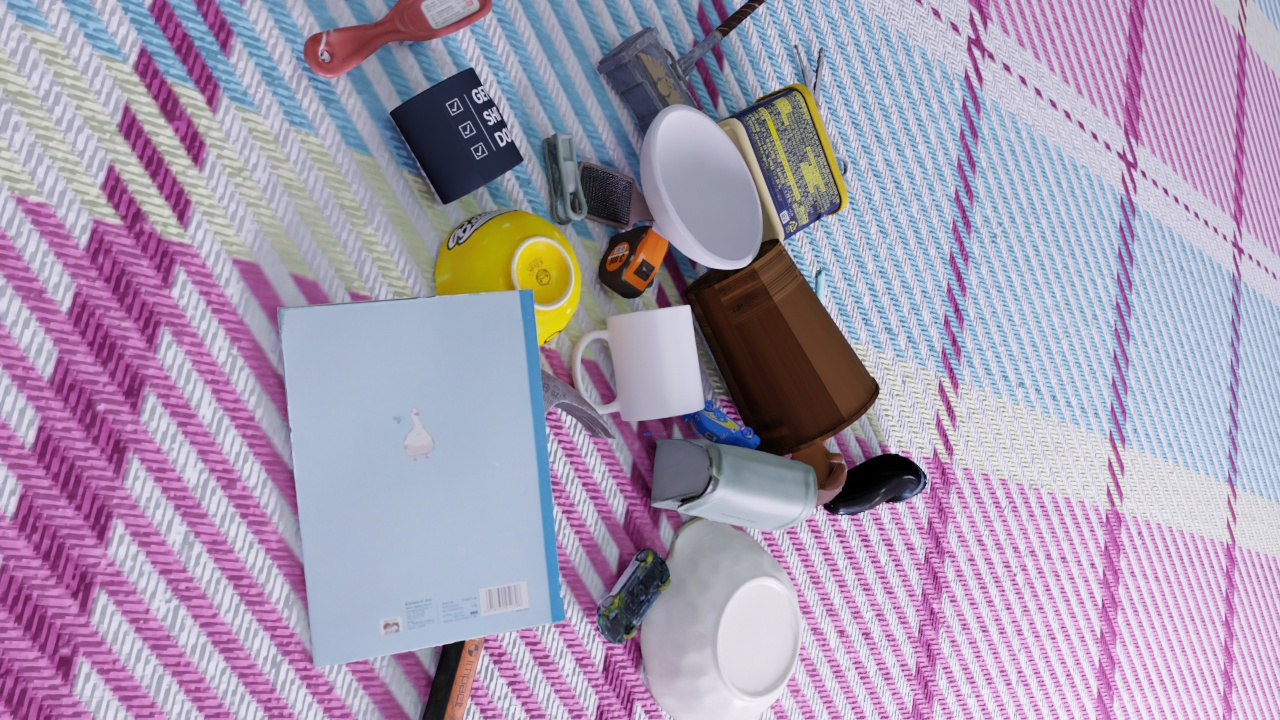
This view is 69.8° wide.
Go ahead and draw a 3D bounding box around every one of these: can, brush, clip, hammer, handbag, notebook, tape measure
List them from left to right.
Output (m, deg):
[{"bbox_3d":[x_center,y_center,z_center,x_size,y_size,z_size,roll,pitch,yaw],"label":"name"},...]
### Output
[{"bbox_3d":[-0.183,-0.250,0.691,0.171,0.030,0.041,-40,111,-34],"label":"brush"},{"bbox_3d":[-0.153,0.081,0.659,0.181,0.009,0.253,-5,93,-17],"label":"notebook"},{"bbox_3d":[-0.110,0.161,0.716,0.137,0.035,0.314,24,73,-34],"label":"hammer"},{"bbox_3d":[-0.064,-0.154,0.778,0.023,0.042,0.076,-10,93,-36],"label":"clip"},{"bbox_3d":[-0.005,-0.083,0.800,0.038,0.058,0.058,32,63,-33],"label":"tape measure"},{"bbox_3d":[-0.001,-0.141,0.835,0.135,0.015,0.050,11,80,-37],"label":"brush"},{"bbox_3d":[0.078,0.111,0.815,0.121,0.106,0.067,16,75,-30],"label":"handbag"},{"bbox_3d":[0.088,-0.330,0.901,0.321,0.044,0.098,-48,115,-30],"label":"hammer"},{"bbox_3d":[0.128,-0.187,0.904,0.104,0.075,0.135,-33,106,-32],"label":"can"}]

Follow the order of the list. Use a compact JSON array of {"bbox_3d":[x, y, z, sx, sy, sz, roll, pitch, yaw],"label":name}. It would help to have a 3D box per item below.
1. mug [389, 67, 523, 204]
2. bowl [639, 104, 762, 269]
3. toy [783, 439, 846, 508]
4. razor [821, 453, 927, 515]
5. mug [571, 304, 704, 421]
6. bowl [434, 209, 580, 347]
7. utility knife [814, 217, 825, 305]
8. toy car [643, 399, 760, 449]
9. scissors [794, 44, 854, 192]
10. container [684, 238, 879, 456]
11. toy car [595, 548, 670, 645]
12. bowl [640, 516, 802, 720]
[{"bbox_3d":[-0.133,-0.177,0.708,0.077,0.071,0.104,61,29,-17],"label":"mug"},{"bbox_3d":[0.045,-0.143,0.795,0.149,0.043,0.149,24,57,-41],"label":"bowl"},{"bbox_3d":[0.154,0.108,0.927,0.103,0.071,0.090,-19,85,-15],"label":"toy"},{"bbox_3d":[0.249,0.140,0.992,0.140,0.053,0.064,-15,128,-32],"label":"razor"},{"bbox_3d":[-0.005,0.005,0.793,0.110,0.074,0.090,-9,92,-12],"label":"mug"},{"bbox_3d":[-0.094,-0.064,0.723,0.117,0.068,0.117,3,85,-38],"label":"bowl"},{"bbox_3d":[0.181,-0.072,0.933,0.022,0.015,0.166,-64,154,-55],"label":"utility knife"},{"bbox_3d":[0.057,0.072,0.841,0.092,0.033,0.061,35,61,4],"label":"toy car"},{"bbox_3d":[0.200,-0.261,1.004,0.158,0.014,0.141,35,69,-31],"label":"scissors"},{"bbox_3d":[0.126,-0.017,0.860,0.131,0.132,0.167,-39,104,-34],"label":"container"},{"bbox_3d":[-0.009,0.204,0.794,0.089,0.027,0.039,-49,118,-31],"label":"toy car"},{"bbox_3d":[0.091,0.251,0.849,0.188,0.060,0.219,-14,95,-39],"label":"bowl"}]
